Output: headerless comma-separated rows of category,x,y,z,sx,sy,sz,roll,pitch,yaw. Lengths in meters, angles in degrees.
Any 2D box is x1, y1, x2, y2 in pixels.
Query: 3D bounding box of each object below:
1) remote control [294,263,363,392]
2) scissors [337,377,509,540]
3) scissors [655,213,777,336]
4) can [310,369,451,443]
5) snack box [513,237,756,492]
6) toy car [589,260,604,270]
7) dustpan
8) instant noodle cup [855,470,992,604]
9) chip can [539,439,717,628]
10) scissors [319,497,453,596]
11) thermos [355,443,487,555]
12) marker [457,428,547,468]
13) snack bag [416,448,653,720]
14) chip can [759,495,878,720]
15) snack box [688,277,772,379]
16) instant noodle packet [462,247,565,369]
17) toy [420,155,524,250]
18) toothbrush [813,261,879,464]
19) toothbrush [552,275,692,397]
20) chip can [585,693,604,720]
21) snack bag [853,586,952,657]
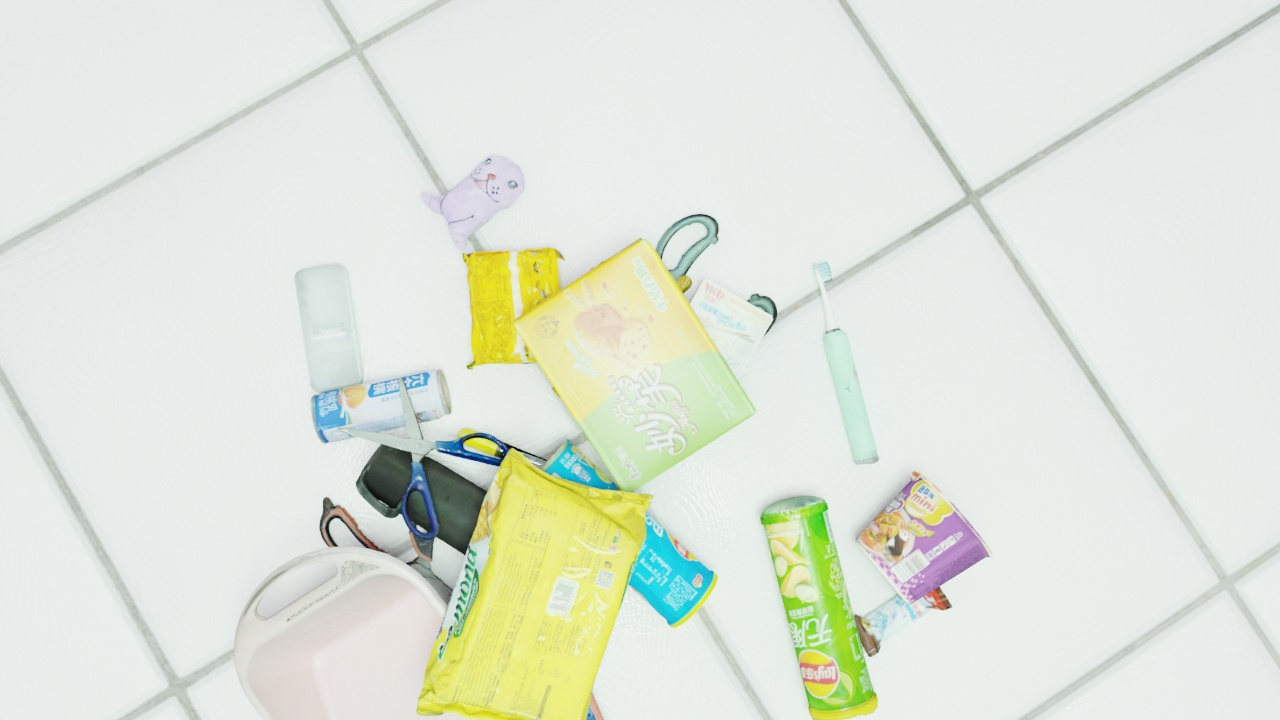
remote control,-0.332,-0.034,0.978,0.056,0.020,0.136,-11,84,-4
scissors,-0.211,0.095,0.896,0.173,0.012,0.162,14,57,-21
scissors,0.073,-0.065,0.996,0.181,0.019,0.170,27,84,0
can,-0.268,0.047,0.955,0.134,0.053,0.053,-12,85,-3
snack box,-0.005,0.005,0.923,0.157,0.070,0.210,-33,93,1
toy car,-0.043,-0.063,0.982,0.034,0.043,0.090,19,86,-27
dustpan,-0.253,0.315,0.863,0.222,0.139,0.273,-35,72,2
instant noodle cup,0.283,0.187,0.939,0.099,0.111,0.111,-41,87,4
chip can,-0.021,0.176,0.937,0.210,0.071,0.071,43,84,0
scissors,-0.242,0.209,0.959,0.189,0.015,0.226,2,84,-2
thermos,-0.170,0.170,0.919,0.242,0.089,0.069,31,119,-4
marker,-0.135,0.100,0.975,0.124,0.015,0.018,21,84,-3
snack bag,-0.089,0.220,0.843,0.158,0.068,0.246,20,82,-15
chip can,0.181,0.250,0.941,0.072,0.072,0.221,-13,85,-3
snack box,0.064,0.000,0.973,0.084,0.027,0.157,30,92,-2
instant noodle packet,-0.132,-0.054,0.976,0.111,0.044,0.128,-4,85,-1
toy,-0.175,-0.179,0.990,0.108,0.039,0.084,-40,76,-4
toothbrush,0.218,0.003,0.991,0.027,0.026,0.224,-15,84,18
toothbrush,-0.019,-0.027,0.979,0.190,0.016,0.015,-40,85,2
chip can,-0.064,0.380,0.920,0.071,0.071,0.214,-24,85,-4
snack bag,0.273,0.266,0.966,0.104,0.026,0.048,-28,74,-5
